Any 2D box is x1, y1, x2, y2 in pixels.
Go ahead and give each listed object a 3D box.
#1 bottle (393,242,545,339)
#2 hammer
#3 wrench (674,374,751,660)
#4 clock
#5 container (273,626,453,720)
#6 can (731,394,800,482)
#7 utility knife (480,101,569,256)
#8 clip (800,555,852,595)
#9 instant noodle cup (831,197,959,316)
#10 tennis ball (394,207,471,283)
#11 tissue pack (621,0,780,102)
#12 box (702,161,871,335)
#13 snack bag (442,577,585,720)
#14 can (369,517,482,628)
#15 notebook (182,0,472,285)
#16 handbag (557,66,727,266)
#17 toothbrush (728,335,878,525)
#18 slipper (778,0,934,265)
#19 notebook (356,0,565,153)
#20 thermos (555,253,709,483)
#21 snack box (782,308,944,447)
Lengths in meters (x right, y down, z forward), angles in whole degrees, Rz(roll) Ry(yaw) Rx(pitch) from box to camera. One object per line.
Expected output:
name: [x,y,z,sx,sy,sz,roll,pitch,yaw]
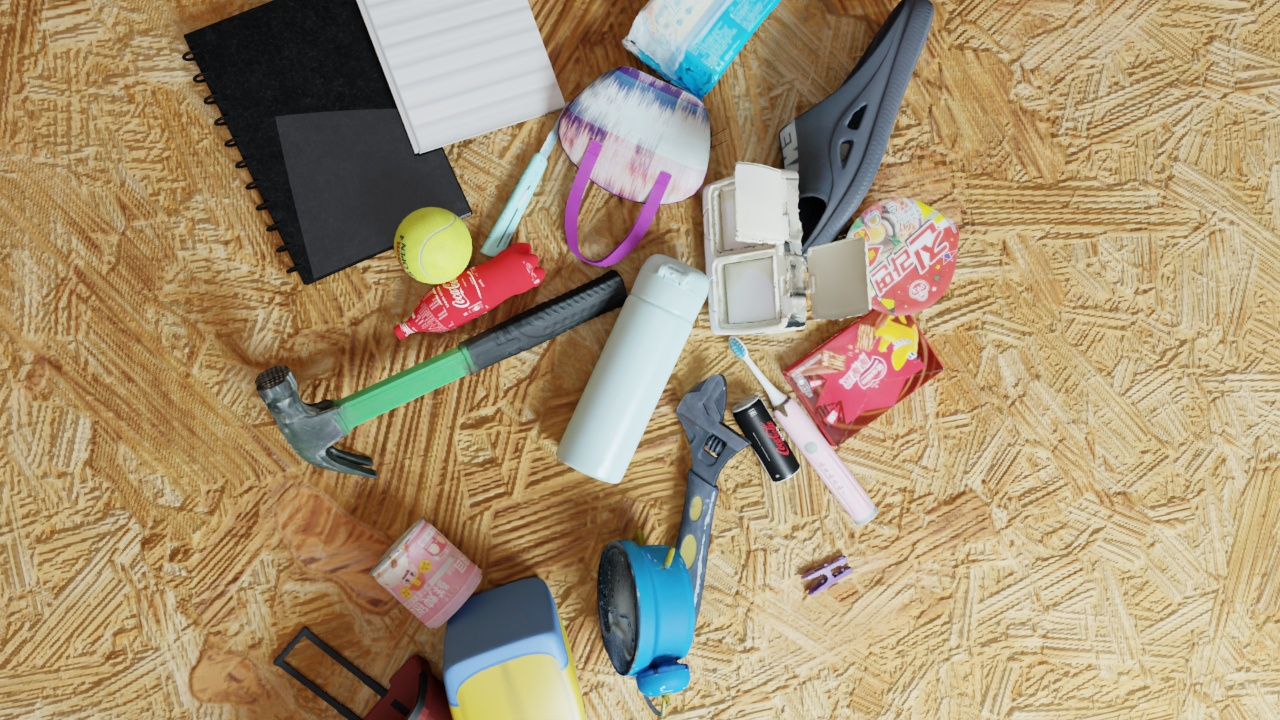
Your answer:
bottle: [-0.154,-0.058,0.816,0.141,0.042,0.042,-29,96,-5]
hammer: [-0.156,0.000,0.805,0.318,0.032,0.130,-26,128,-13]
wrench: [0.052,0.147,0.857,0.073,0.022,0.273,12,96,21]
clock: [0.004,0.236,0.820,0.060,0.117,0.161,-2,94,-20]
container: [-0.230,0.327,0.790,0.201,0.127,0.148,42,87,-15]
can: [0.118,0.074,0.866,0.031,0.031,0.080,-31,97,-6]
utility knife: [-0.101,-0.164,0.832,0.022,0.015,0.158,29,87,-46]
clip: [0.181,0.207,0.893,0.052,0.013,0.036,-29,97,-8]
instant noodle cup: [0.212,-0.090,0.831,0.100,0.112,0.100,0,93,-9]
tennis ball: [-0.178,-0.099,0.787,0.065,0.065,0.065,0,93,-8]
tissue pack: [0.058,-0.310,0.823,0.093,0.062,0.144,38,85,-7]
box: [0.099,-0.095,0.776,0.100,0.187,0.145,-4,89,-26]
snack bag: [-0.094,0.311,0.785,0.102,0.159,0.205,-17,97,-8]
can: [-0.188,0.188,0.811,0.076,0.067,0.067,44,86,-7]
notebook: [-0.274,-0.202,0.804,0.169,0.019,0.231,-25,96,-7]
handbag: [-0.014,-0.166,0.826,0.144,0.068,0.170,23,96,-8]
toothbrush: [0.152,0.066,0.874,0.027,0.026,0.222,-36,98,15]
slipper: [0.177,-0.214,0.824,0.083,0.111,0.268,24,86,-6]
notebook: [-0.168,-0.303,0.809,0.142,0.009,0.210,-22,96,-14]
thermos: [-0.005,0.005,0.825,0.065,0.078,0.207,25,92,8]
snack box: [0.214,0.010,0.882,0.133,0.021,0.089,-35,97,-5]
